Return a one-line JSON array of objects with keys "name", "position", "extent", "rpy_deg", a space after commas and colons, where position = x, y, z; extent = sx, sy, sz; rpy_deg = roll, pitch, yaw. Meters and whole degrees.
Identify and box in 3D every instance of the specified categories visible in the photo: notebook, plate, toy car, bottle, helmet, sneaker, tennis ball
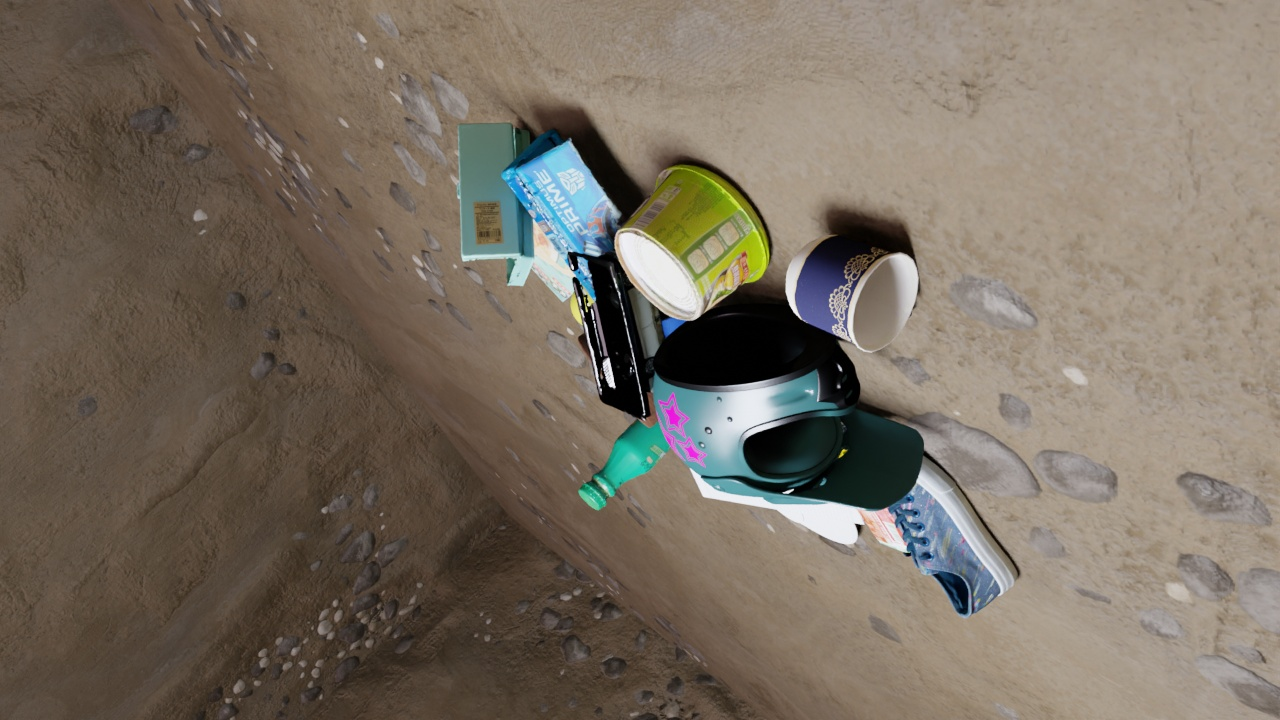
[{"name": "notebook", "position": [0.159, 0.137, 1.205], "extent": [0.246, 0.013, 0.178], "rpy_deg": [4, 134, 36]}, {"name": "plate", "position": [0.203, 0.186, 1.290], "extent": [0.229, 0.030, 0.230], "rpy_deg": [42, 164, 14]}, {"name": "toy car", "position": [-0.015, -0.038, 1.031], "extent": [0.094, 0.071, 0.192], "rpy_deg": [18, 129, 50]}, {"name": "bottle", "position": [-0.005, 0.134, 1.361], "extent": [0.068, 0.209, 0.068], "rpy_deg": [40, 160, 17]}, {"name": "helmet", "position": [0.145, 0.060, 0.973], "extent": [0.275, 0.176, 0.200], "rpy_deg": [6, 134, 46]}, {"name": "sneaker", "position": [0.318, 0.187, 1.007], "extent": [0.235, 0.079, 0.088], "rpy_deg": [48, 161, -9]}, {"name": "tennis ball", "position": [-0.058, -0.073, 1.185], "extent": [0.065, 0.065, 0.065], "rpy_deg": [39, 160, 17]}]

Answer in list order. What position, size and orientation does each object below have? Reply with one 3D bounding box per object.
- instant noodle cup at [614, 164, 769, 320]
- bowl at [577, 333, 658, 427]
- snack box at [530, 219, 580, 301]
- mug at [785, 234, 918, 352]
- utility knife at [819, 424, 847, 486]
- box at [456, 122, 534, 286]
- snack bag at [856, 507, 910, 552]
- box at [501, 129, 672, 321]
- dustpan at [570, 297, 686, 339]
[{"name": "instant noodle cup", "position": [0.047, -0.113, 0.924], "extent": [0.146, 0.097, 0.146], "rpy_deg": [39, 160, 17]}, {"name": "bowl", "position": [-0.007, 0.007, 1.161], "extent": [0.147, 0.069, 0.147], "rpy_deg": [51, -176, -5]}, {"name": "snack box", "position": [-0.116, -0.162, 1.237], "extent": [0.141, 0.044, 0.194], "rpy_deg": [47, 159, -8]}, {"name": "mug", "position": [0.184, -0.061, 0.798], "extent": [0.111, 0.086, 0.089], "rpy_deg": [14, -169, -45]}, {"name": "utility knife", "position": [0.231, 0.121, 1.100], "extent": [0.029, 0.020, 0.173], "rpy_deg": [25, 144, 10]}, {"name": "box", "position": [-0.177, -0.188, 1.079], "extent": [0.077, 0.092, 0.188], "rpy_deg": [130, 139, -59]}, {"name": "snack bag", "position": [0.296, 0.180, 1.105], "extent": [0.116, 0.036, 0.077], "rpy_deg": [53, 160, -22]}, {"name": "box", "position": [-0.036, -0.152, 1.058], "extent": [0.115, 0.093, 0.243], "rpy_deg": [-12, 123, 45]}, {"name": "dustpan", "position": [0.033, 0.018, 1.281], "extent": [0.246, 0.059, 0.258], "rpy_deg": [14, 134, 56]}]
